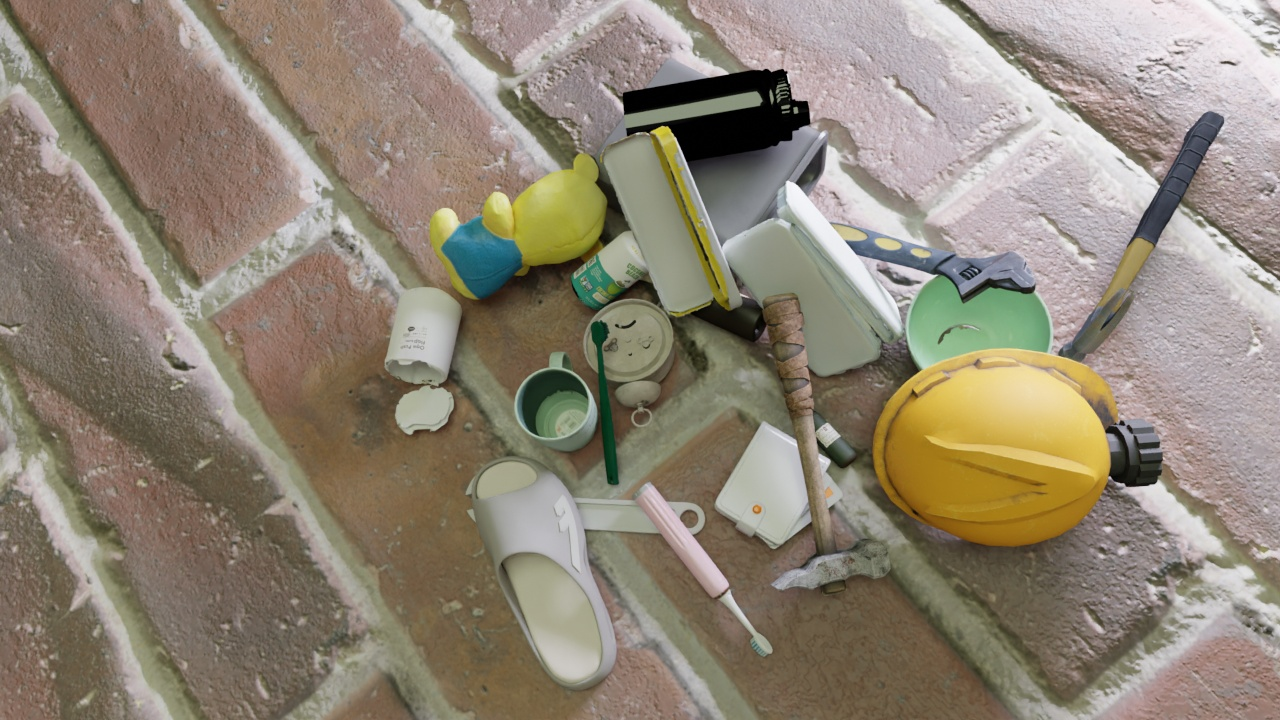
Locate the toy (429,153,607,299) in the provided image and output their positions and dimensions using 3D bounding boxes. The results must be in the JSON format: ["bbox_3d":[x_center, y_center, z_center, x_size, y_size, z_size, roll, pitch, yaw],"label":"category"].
[{"bbox_3d":[-0.134,-0.145,1.075,0.214,0.149,0.084,-20,60,-2],"label":"toy"}]

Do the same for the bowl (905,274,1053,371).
[{"bbox_3d":[0.363,-0.023,1.007,0.151,0.077,0.150,-2,73,7],"label":"bowl"}]

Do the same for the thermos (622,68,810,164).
[{"bbox_3d":[0.086,-0.270,1.015,0.199,0.086,0.086,-8,72,7],"label":"thermos"}]

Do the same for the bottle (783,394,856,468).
[{"bbox_3d":[0.198,0.075,1.026,0.025,0.025,0.106,-40,72,-6],"label":"bottle"}]

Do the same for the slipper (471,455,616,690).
[{"bbox_3d":[-0.108,0.225,0.979,0.113,0.080,0.265,-22,80,4],"label":"slipper"}]

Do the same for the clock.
[{"bbox_3d":[-0.007,0.006,1.058,0.103,0.061,0.156,-12,64,7],"label":"clock"}]

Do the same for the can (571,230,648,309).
[{"bbox_3d":[-0.031,-0.107,1.081,0.102,0.054,0.055,-36,70,22],"label":"can"}]

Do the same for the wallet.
[{"bbox_3d":[0.155,0.145,1.005,0.115,0.037,0.118,31,78,10],"label":"wallet"}]

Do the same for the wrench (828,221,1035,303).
[{"bbox_3d":[0.302,-0.116,1.012,0.274,0.022,0.073,25,67,42],"label":"wrench"}]

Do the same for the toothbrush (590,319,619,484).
[{"bbox_3d":[-0.037,0.048,1.024,0.016,0.017,0.190,4,106,31],"label":"toothbrush"}]

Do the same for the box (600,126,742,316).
[{"bbox_3d":[0.040,-0.147,0.993,0.117,0.210,0.057,-3,29,47],"label":"box"}]

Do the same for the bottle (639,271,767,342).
[{"bbox_3d":[0.062,-0.078,1.083,0.185,0.045,0.045,26,78,22],"label":"bottle"}]

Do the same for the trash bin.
[{"bbox_3d":[0.080,-0.228,1.100,0.220,0.097,0.191,32,79,17],"label":"trash bin"}]

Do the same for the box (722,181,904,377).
[{"bbox_3d":[0.180,-0.078,1.016,0.127,0.106,0.215,-38,107,22],"label":"box"}]

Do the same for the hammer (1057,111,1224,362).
[{"bbox_3d":[0.562,-0.145,1.011,0.025,0.118,0.332,32,74,13],"label":"hammer"}]

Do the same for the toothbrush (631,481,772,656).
[{"bbox_3d":[0.067,0.225,0.990,0.027,0.027,0.222,-26,72,-46],"label":"toothbrush"}]

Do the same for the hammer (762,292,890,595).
[{"bbox_3d":[0.174,0.087,0.967,0.121,0.049,0.318,-9,86,-7],"label":"hammer"}]

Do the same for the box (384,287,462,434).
[{"bbox_3d":[-0.257,0.002,1.084,0.083,0.092,0.165,5,65,5],"label":"box"}]

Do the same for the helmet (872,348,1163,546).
[{"bbox_3d":[0.370,0.102,0.900,0.255,0.131,0.205,-4,105,3],"label":"helmet"}]

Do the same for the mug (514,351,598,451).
[{"bbox_3d":[-0.088,0.046,1.032,0.084,0.104,0.111,-3,73,7],"label":"mug"}]

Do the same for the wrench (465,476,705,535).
[{"bbox_3d":[-0.063,0.163,1.040,0.273,0.018,0.086,1,73,6],"label":"wrench"}]
